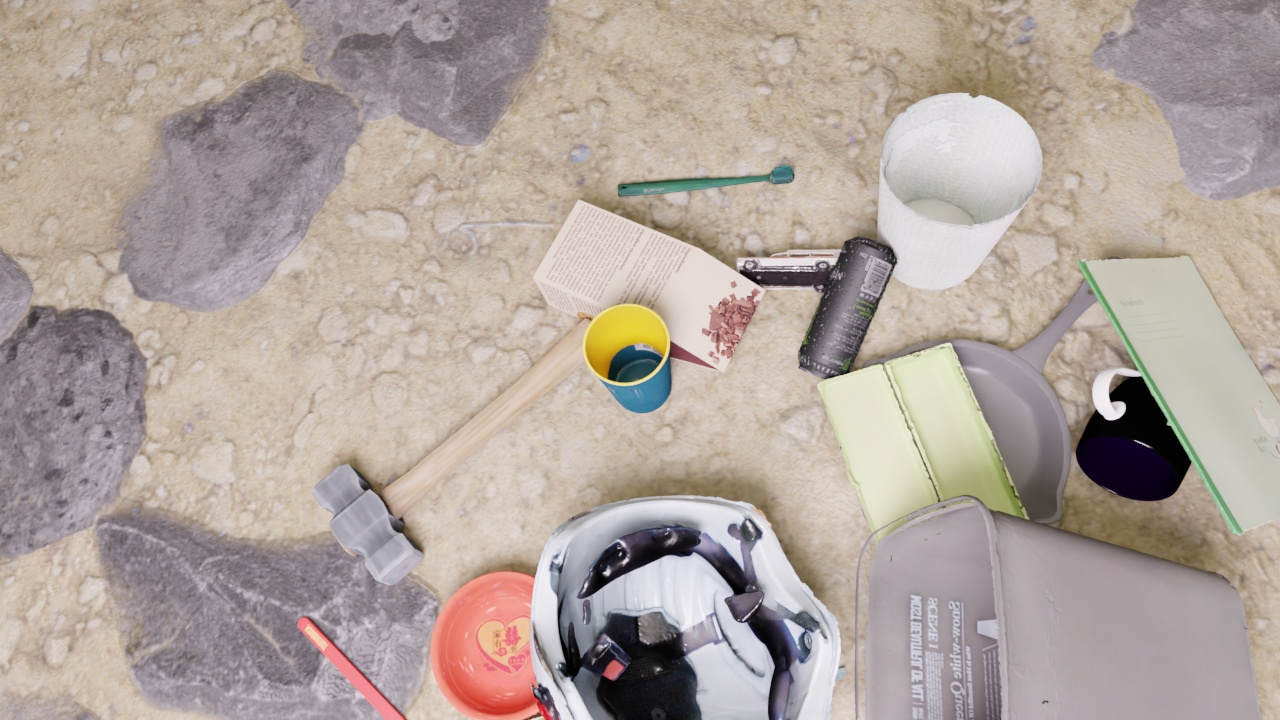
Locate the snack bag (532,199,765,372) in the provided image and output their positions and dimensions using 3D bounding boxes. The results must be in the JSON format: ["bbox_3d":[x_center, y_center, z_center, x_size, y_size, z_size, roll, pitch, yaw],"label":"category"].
[{"bbox_3d":[0.011,-0.070,0.917,0.206,0.070,0.094,24,75,15],"label":"snack bag"}]

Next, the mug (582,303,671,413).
[{"bbox_3d":[-0.005,0.005,0.865,0.078,0.121,0.078,-3,70,7],"label":"mug"}]

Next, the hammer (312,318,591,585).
[{"bbox_3d":[-0.164,0.073,0.905,0.322,0.051,0.117,-40,70,-10],"label":"hammer"}]

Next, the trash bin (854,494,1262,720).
[{"bbox_3d":[0.305,0.224,0.686,0.220,0.198,0.197,11,66,-11],"label":"trash bin"}]

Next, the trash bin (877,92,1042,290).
[{"bbox_3d":[0.283,-0.145,0.857,0.133,0.161,0.133,-3,70,7],"label":"trash bin"}]

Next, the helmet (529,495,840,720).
[{"bbox_3d":[0.024,0.249,0.737,0.236,0.164,0.263,-9,49,-21],"label":"helmet"}]

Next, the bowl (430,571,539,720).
[{"bbox_3d":[-0.120,0.259,0.830,0.130,0.045,0.130,-3,70,7],"label":"bowl"}]

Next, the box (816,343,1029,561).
[{"bbox_3d":[0.250,0.086,0.824,0.137,0.024,0.187,-17,69,-4],"label":"box"}]

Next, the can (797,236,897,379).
[{"bbox_3d":[0.196,-0.048,0.874,0.054,0.054,0.138,23,95,15],"label":"can"}]

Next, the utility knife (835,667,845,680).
[{"bbox_3d":[0.094,0.293,0.806,0.177,0.016,0.022,-12,45,2],"label":"utility knife"}]

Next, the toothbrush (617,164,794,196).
[{"bbox_3d":[0.069,-0.192,0.981,0.190,0.017,0.016,-4,70,6],"label":"toothbrush"}]

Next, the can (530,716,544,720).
[{"bbox_3d":[-0.085,0.353,0.795,0.038,0.038,0.079,-19,69,1],"label":"can"}]

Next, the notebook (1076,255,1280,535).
[{"bbox_3d":[0.491,0.018,0.796,0.181,0.010,0.252,-5,65,-32],"label":"notebook"}]

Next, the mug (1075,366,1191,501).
[{"bbox_3d":[0.432,0.046,0.798,0.119,0.085,0.100,51,62,-20],"label":"mug"}]

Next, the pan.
[{"bbox_3d":[0.336,0.030,0.859,0.216,0.024,0.354,42,81,19],"label":"pan"}]

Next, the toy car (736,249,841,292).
[{"bbox_3d":[0.154,-0.093,0.925,0.113,0.039,0.039,1,49,9],"label":"toy car"}]

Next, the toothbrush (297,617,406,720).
[{"bbox_3d":[-0.248,0.309,0.844,0.212,0.018,0.012,37,79,18],"label":"toothbrush"}]
